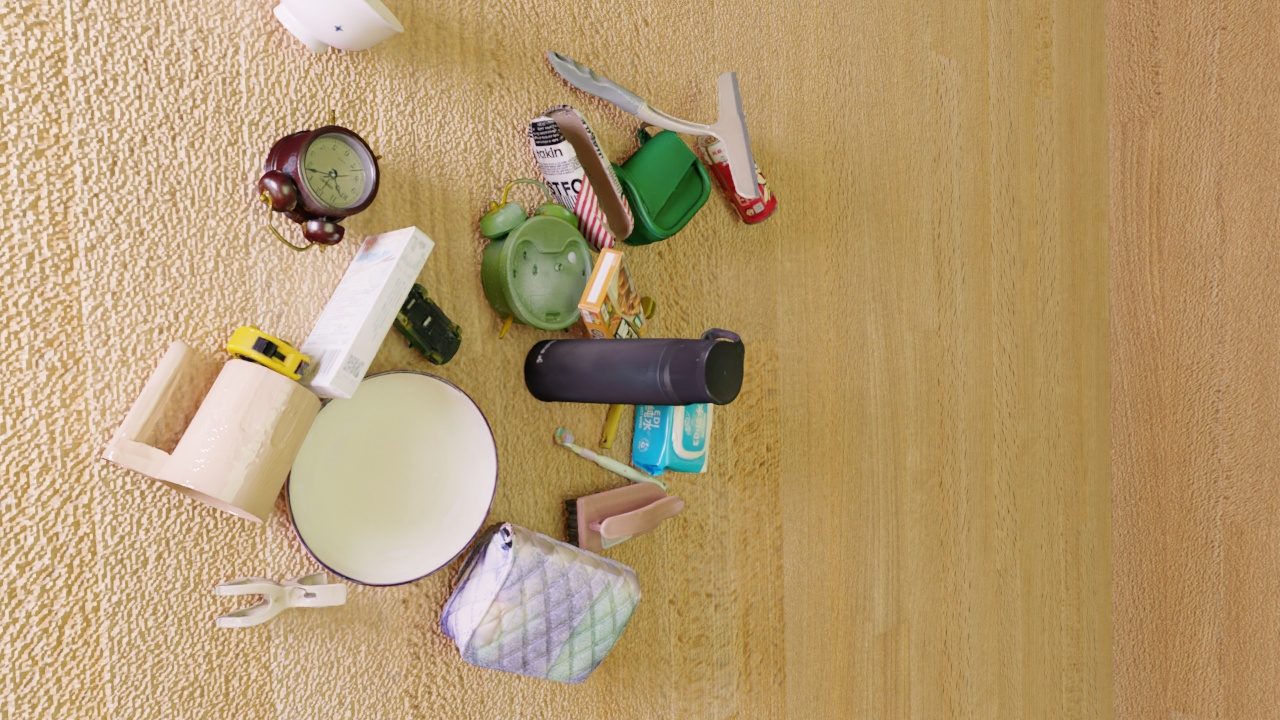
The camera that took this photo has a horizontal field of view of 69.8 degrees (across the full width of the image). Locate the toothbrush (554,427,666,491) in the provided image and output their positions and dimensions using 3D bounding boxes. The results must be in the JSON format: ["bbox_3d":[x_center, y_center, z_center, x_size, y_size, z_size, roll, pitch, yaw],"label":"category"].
[{"bbox_3d":[-0.028,0.120,1.054,0.020,0.029,0.189,-44,135,14],"label":"toothbrush"}]

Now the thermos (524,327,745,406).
[{"bbox_3d":[-0.005,0.005,0.914,0.089,0.243,0.068,-47,123,-37],"label":"thermos"}]

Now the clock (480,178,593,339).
[{"bbox_3d":[-0.108,-0.105,0.939,0.115,0.056,0.161,-8,96,-47],"label":"clock"}]

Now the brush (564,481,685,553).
[{"bbox_3d":[-0.015,0.173,1.030,0.145,0.073,0.063,-6,94,-48],"label":"brush"}]

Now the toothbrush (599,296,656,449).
[{"bbox_3d":[-0.013,0.014,1.071,0.016,0.016,0.189,35,66,-48],"label":"toothbrush"}]

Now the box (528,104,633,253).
[{"bbox_3d":[-0.060,-0.197,0.986,0.077,0.075,0.163,-45,120,-28],"label":"box"}]

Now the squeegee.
[{"bbox_3d":[0.006,-0.286,1.029,0.246,0.039,0.246,16,46,-20],"label":"squeegee"}]

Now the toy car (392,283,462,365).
[{"bbox_3d":[-0.204,-0.035,0.852,0.091,0.036,0.043,52,54,-32],"label":"toy car"}]

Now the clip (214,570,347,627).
[{"bbox_3d":[-0.299,0.193,0.756,0.097,0.060,0.034,-4,92,-35],"label":"clip"}]

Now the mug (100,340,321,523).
[{"bbox_3d":[-0.325,0.054,0.706,0.124,0.084,0.103,27,67,-15],"label":"mug"}]

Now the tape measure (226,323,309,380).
[{"bbox_3d":[-0.299,-0.007,0.737,0.057,0.060,0.028,38,65,-34],"label":"tape measure"}]

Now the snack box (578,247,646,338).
[{"bbox_3d":[-0.028,-0.050,0.998,0.154,0.026,0.075,70,38,-62],"label":"snack box"}]

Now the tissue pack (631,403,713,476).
[{"bbox_3d":[0.042,0.069,1.095,0.089,0.063,0.140,11,82,-46],"label":"tissue pack"}]

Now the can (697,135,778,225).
[{"bbox_3d":[0.127,-0.242,1.188,0.133,0.053,0.053,53,55,-33],"label":"can"}]

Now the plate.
[{"bbox_3d":[-0.220,0.102,0.817,0.192,0.039,0.192,-4,97,-35],"label":"plate"}]

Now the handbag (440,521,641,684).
[{"bbox_3d":[-0.100,0.245,0.926,0.193,0.075,0.134,32,91,-43],"label":"handbag"}]

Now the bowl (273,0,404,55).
[{"bbox_3d":[-0.262,-0.295,0.758,0.065,0.118,0.118,-43,130,9],"label":"bowl"}]

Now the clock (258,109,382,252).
[{"bbox_3d":[-0.270,-0.145,0.767,0.082,0.055,0.121,46,56,-37],"label":"clock"}]

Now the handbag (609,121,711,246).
[{"bbox_3d":[0.013,-0.205,1.066,0.131,0.068,0.120,-48,115,-33],"label":"handbag"}]

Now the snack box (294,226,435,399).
[{"bbox_3d":[-0.239,-0.040,0.780,0.027,0.085,0.156,41,62,-37],"label":"snack box"}]
